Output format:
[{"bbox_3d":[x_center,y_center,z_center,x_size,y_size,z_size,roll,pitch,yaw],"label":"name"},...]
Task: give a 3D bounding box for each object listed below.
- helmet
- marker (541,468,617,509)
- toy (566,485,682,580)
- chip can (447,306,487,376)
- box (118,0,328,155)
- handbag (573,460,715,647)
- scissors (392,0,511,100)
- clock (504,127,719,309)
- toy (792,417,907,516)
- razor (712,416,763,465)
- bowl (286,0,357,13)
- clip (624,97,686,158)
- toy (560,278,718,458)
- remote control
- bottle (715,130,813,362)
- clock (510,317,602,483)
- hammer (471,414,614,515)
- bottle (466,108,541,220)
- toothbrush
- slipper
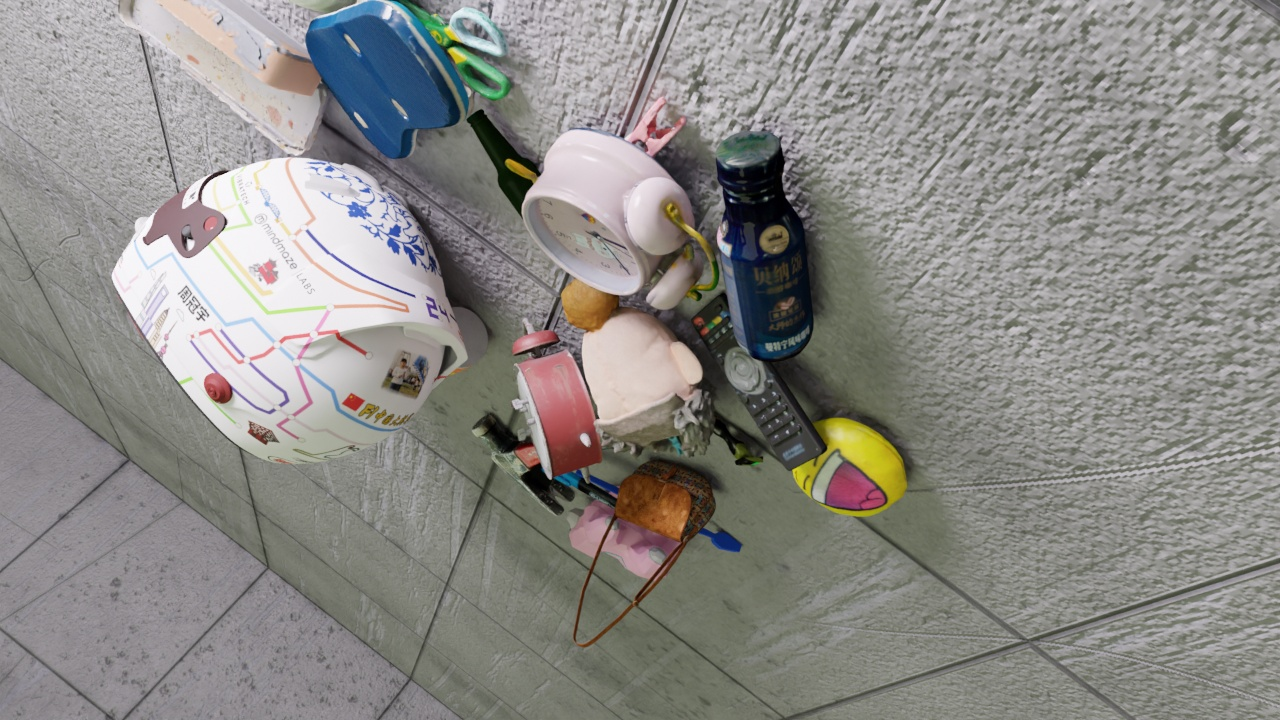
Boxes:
[{"bbox_3d":[-0.301,-0.064,0.818,0.314,0.236,0.231,46,-175,24],"label":"helmet"},{"bbox_3d":[-0.052,0.134,0.944,0.123,0.015,0.018,26,148,24],"label":"marker"},{"bbox_3d":[-0.020,0.193,1.010,0.123,0.067,0.158,37,152,0],"label":"toy"},{"bbox_3d":[-0.238,-0.003,0.985,0.062,0.062,0.211,49,146,-16],"label":"chip can"},{"bbox_3d":[-0.368,-0.269,0.765,0.217,0.094,0.121,37,-171,3],"label":"box"},{"bbox_3d":[-0.010,0.177,0.859,0.094,0.195,0.043,15,147,37],"label":"handbag"},{"bbox_3d":[-0.142,-0.238,0.645,0.132,0.013,0.078,37,152,6],"label":"scissors"},{"bbox_3d":[-0.011,-0.092,0.635,0.158,0.058,0.117,25,157,23],"label":"clock"},{"bbox_3d":[0.161,0.084,0.717,0.094,0.041,0.096,27,139,13],"label":"toy"},{"bbox_3d":[0.046,0.046,0.803,0.144,0.021,0.044,37,169,3],"label":"razor"},{"bbox_3d":[-0.258,-0.304,0.621,0.177,0.070,0.178,28,147,21],"label":"bowl"},{"bbox_3d":[0.003,-0.152,0.601,0.039,0.022,0.059,38,150,-6],"label":"clip"},{"bbox_3d":[-0.004,0.004,0.747,0.133,0.076,0.176,-19,106,43],"label":"toy"},{"bbox_3d":[0.090,0.016,0.695,0.140,0.021,0.046,57,142,6],"label":"remote control"},{"bbox_3d":[0.079,-0.070,0.595,0.056,0.056,0.161,17,141,31],"label":"bottle"},{"bbox_3d":[-0.089,0.034,0.840,0.110,0.062,0.156,96,154,-60],"label":"clock"},{"bbox_3d":[-0.060,0.091,0.950,0.140,0.036,0.327,49,147,-14],"label":"hammer"},{"bbox_3d":[-0.091,-0.136,0.703,0.033,0.032,0.123,-6,126,48],"label":"bottle"},{"bbox_3d":[0.018,0.154,0.937,0.186,0.016,0.011,26,156,-5],"label":"toothbrush"},{"bbox_3d":[-0.173,-0.208,0.649,0.118,0.060,0.295,49,166,-25],"label":"slipper"}]
